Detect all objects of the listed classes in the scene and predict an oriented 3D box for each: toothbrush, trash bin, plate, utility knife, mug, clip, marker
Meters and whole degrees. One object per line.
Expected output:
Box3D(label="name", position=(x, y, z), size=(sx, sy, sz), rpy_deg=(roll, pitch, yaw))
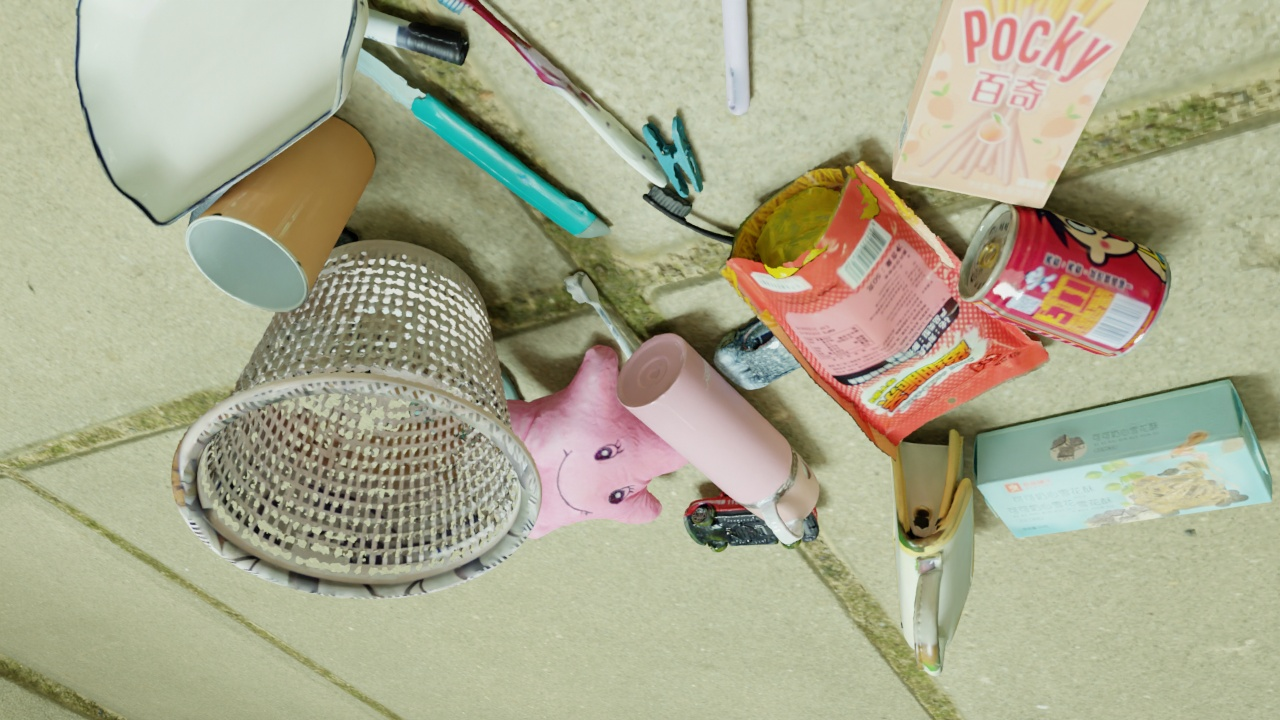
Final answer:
Box3D(label="toothbrush", position=(-0.004, 0.004, 0.703), size=(0.016, 0.016, 0.180), rpy_deg=(-8, 128, 41))
Box3D(label="toothbrush", position=(-0.052, -0.163, 0.541), size=(0.187, 0.016, 0.017), rpy_deg=(38, 145, -23))
Box3D(label="trash bin", position=(-0.185, 0.028, 0.649), size=(0.227, 0.191, 0.228), rpy_deg=(-4, 134, -4))
Box3D(label="toothbrush", position=(0.086, -0.067, 0.603), size=(0.189, 0.014, 0.016), rpy_deg=(26, 115, -11))
Box3D(label="toothbrush", position=(0.048, -0.203, 0.454), size=(0.029, 0.021, 0.189), rpy_deg=(42, 156, 33))
Box3D(label="plate", position=(-0.244, -0.182, 0.529), size=(0.266, 0.034, 0.162), rpy_deg=(-19, 91, 35))
Box3D(label="utility knife", position=(-0.105, -0.139, 0.589), size=(0.209, 0.013, 0.029), rpy_deg=(35, 140, -23))
Box3D(label="mug", position=(-0.224, -0.100, 0.594), size=(0.078, 0.122, 0.078), rpy_deg=(11, 140, 9))
Box3D(label="clip", position=(0.022, -0.123, 0.560), size=(0.048, 0.014, 0.057), rpy_deg=(-10, 132, 27))
Box3D(label="marker", position=(-0.165, -0.201, 0.537), size=(0.131, 0.018, 0.023), rpy_deg=(18, 149, -1))

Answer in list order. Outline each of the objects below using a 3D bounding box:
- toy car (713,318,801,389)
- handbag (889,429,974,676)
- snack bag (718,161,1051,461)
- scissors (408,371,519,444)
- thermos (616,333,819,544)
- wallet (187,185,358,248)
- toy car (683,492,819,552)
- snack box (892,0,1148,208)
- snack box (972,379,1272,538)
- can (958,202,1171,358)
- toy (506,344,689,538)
Box3D(label="toy car", position=(0.098, -0.010, 0.651), size=(0.049, 0.031, 0.106), rpy_deg=(36, 137, -23))
Box3D(label="handbag", position=(0.220, 0.158, 0.687), size=(0.063, 0.178, 0.163), rpy_deg=(-3, 135, 16))
Box3D(label="snack bag", position=(0.155, -0.026, 0.584), size=(0.129, 0.073, 0.208), rpy_deg=(-39, 121, 22))
Box3D(label="scissors", position=(-0.130, 0.034, 0.799), size=(0.178, 0.019, 0.169), rpy_deg=(8, 139, 14))
Box3D(label="thermos", position=(0.067, 0.068, 0.705), size=(0.067, 0.087, 0.198), rpy_deg=(-29, 127, 23))
Box3D(label="wallet", position=(-0.286, -0.096, 0.707), size=(0.121, 0.019, 0.097), rpy_deg=(29, 139, -15))
Box3D(label="toy car", position=(0.098, 0.139, 0.814), size=(0.121, 0.045, 0.053), rpy_deg=(-9, 132, 22))
Box3D(label="snack box", position=(0.187, -0.150, 0.456), size=(0.084, 0.026, 0.158), rpy_deg=(13, 141, 6))
Box3D(label="snack box", position=(0.332, 0.074, 0.643), size=(0.175, 0.051, 0.074), rpy_deg=(-19, 129, 36))
Box3D(label="can", position=(0.239, -0.047, 0.525), size=(0.094, 0.066, 0.067), rpy_deg=(19, 141, -2))
Box3D(label="toy", position=(-0.031, 0.070, 0.759), size=(0.178, 0.074, 0.195), rpy_deg=(-9, 125, -1))
